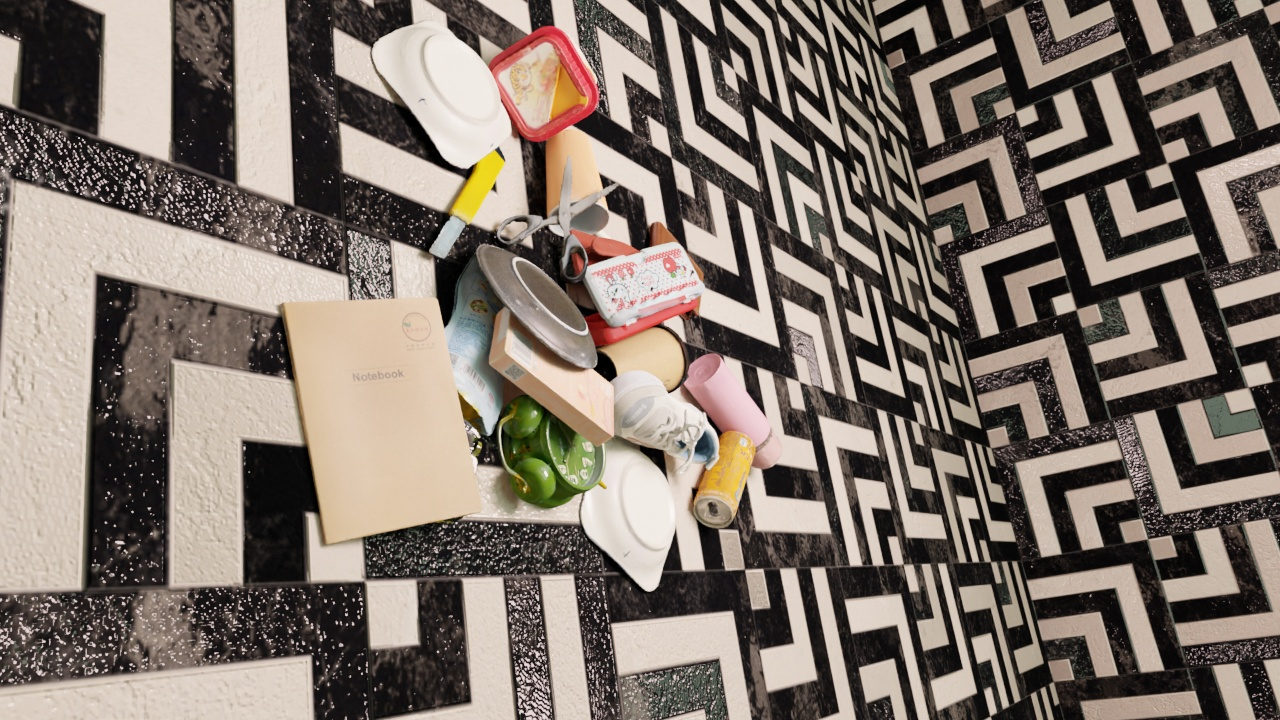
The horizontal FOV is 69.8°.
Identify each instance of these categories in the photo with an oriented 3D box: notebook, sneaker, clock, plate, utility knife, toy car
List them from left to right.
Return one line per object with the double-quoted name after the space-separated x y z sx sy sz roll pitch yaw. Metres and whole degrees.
-0.224 0.045 0.806 0.147 0.008 0.207 -6 78 -41 "notebook"
-0.180 0.102 0.859 0.048 0.032 0.105 33 47 -34 "toy car"
-0.209 -0.310 1.033 0.164 0.034 0.163 54 35 -16 "plate"
-0.191 -0.179 1.015 0.033 0.015 0.222 47 36 -26 "utility knife"
-0.103 -0.064 0.988 0.179 0.024 0.179 46 13 -15 "plate"
-0.098 0.095 0.972 0.161 0.056 0.116 9 65 -56 "clock"
-0.001 0.176 1.102 0.164 0.034 0.163 50 36 -31 "plate"
0.029 0.085 1.116 0.090 0.089 0.242 51 11 29 "sneaker"

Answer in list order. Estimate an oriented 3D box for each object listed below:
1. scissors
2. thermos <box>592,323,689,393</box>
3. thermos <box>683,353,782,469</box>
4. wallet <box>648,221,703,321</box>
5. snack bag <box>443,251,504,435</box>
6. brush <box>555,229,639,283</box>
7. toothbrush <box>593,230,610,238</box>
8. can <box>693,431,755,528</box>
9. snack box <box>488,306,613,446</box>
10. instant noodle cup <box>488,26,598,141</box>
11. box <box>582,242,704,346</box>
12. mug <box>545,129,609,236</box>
-0.094 -0.167 1.077 0.159 0.014 0.181 -3 66 -18 "scissors"
-0.007 0.007 1.140 0.143 0.093 0.093 -15 86 -52 "thermos"
0.138 0.075 1.355 0.198 0.067 0.087 50 7 -30 "thermos"
0.051 -0.134 1.362 0.124 0.032 0.101 48 34 -33 "wallet"
-0.164 -0.021 0.951 0.110 0.039 0.190 43 37 -26 "snack bag"
-0.039 -0.127 1.176 0.145 0.069 0.063 6 69 -56 "brush"
-0.016 -0.134 1.266 0.189 0.020 0.029 41 11 -38 "toothbrush"
0.117 0.163 1.271 0.058 0.058 0.145 57 33 -21 "can"
-0.089 0.016 0.956 0.157 0.026 0.084 41 27 -29 "snack box"
-0.113 -0.355 1.156 0.116 0.117 0.124 58 22 -20 "instant noodle cup"
-0.007 -0.090 1.146 0.200 0.096 0.100 -25 106 -49 "box"
-0.085 -0.226 1.160 0.078 0.078 0.122 26 47 -49 "mug"
